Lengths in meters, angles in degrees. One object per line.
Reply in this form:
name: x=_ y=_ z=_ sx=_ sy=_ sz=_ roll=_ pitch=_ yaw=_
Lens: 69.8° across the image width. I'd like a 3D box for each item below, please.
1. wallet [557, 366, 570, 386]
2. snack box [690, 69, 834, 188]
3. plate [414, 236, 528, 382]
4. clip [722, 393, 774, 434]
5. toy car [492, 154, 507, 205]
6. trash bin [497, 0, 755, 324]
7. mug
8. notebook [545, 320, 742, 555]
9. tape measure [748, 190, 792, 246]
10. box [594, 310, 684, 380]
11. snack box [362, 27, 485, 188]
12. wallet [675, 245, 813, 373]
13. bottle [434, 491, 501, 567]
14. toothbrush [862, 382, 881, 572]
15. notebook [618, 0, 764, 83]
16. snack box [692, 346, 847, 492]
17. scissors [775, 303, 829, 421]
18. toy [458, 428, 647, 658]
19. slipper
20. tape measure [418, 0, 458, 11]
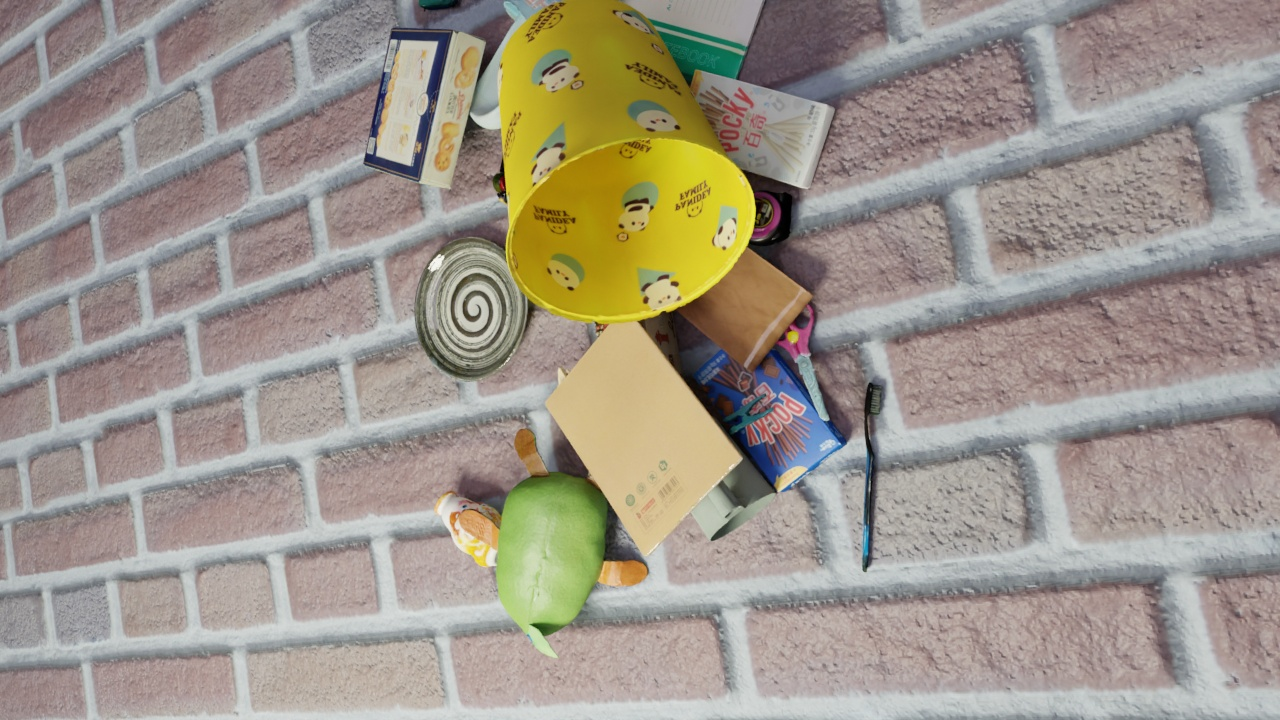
wallet: x=-0.065 y=0.061 z=1.023 sx=0.024 sy=0.115 sz=0.087 roll=-34 pitch=63 yaw=-20
snack box: x=0.115 y=-0.240 z=0.951 sx=0.157 sy=0.026 sz=0.085 roll=24 pitch=108 yaw=26
plate: x=-0.209 y=-0.063 z=1.143 sx=0.180 sy=0.024 sz=0.179 roll=0 pitch=89 yaw=28
clip: x=0.110 y=0.056 z=0.938 sx=0.057 sy=0.014 sz=0.043 roll=-36 pitch=73 yaw=26
toy car: x=-0.129 y=-0.252 z=1.081 sx=0.071 sy=0.041 sz=0.155 roll=-2 pitch=76 yaw=32
trash bin: x=-0.034 y=-0.205 z=0.901 sx=0.230 sy=0.229 sz=0.255 roll=-35 pitch=49 yaw=25
mug: x=0.072 y=0.117 z=0.933 sx=0.084 sy=0.124 sz=0.103 roll=-37 pitch=70 yaw=3
notebook: x=-0.004 y=0.067 z=0.913 sx=0.148 sy=0.008 sz=0.207 roll=-50 pitch=58 yaw=22
tape measure: x=0.127 y=-0.146 z=0.944 sx=0.058 sy=0.039 sz=0.057 roll=2 pitch=92 yaw=24
box: x=-0.006 y=0.006 z=0.989 sx=0.077 sy=0.091 sz=0.168 roll=-12 pitch=85 yaw=23
snack box: x=-0.271 y=-0.313 z=1.128 sx=0.183 sy=0.045 sz=0.178 roll=26 pitch=104 yaw=48
wallet: x=0.104 y=-0.060 z=0.944 sx=0.115 sy=0.020 sz=0.101 roll=43 pitch=100 yaw=28
bottle: x=-0.203 y=0.203 z=1.120 sx=0.108 sy=0.063 sz=0.063 roll=32 pitch=106 yaw=25
toothbrush: x=0.227 y=0.116 z=0.906 sx=0.016 sy=0.014 sz=0.189 roll=1 pitch=92 yaw=6
notebook: x=0.036 y=-0.391 z=1.006 sx=0.209 sy=0.012 sz=0.150 roll=26 pitch=104 yaw=26
snack box: x=0.132 y=0.049 z=0.950 sx=0.085 sy=0.026 sz=0.157 roll=-43 pitch=71 yaw=22
scissors: x=0.166 y=0.000 z=0.926 sx=0.057 sy=0.017 sz=0.133 roll=-25 pitch=67 yaw=17
toy: x=-0.100 y=0.205 z=1.044 sx=0.227 sy=0.089 sz=0.247 roll=16 pitch=100 yaw=12
slipper: x=-0.125 y=-0.375 z=1.046 sx=0.246 sy=0.074 sz=0.104 roll=-49 pitch=49 yaw=17
tape measure: x=-0.255 y=-0.472 z=1.160 sx=0.058 sy=0.025 sz=0.054 roll=7 pitch=95 yaw=28
